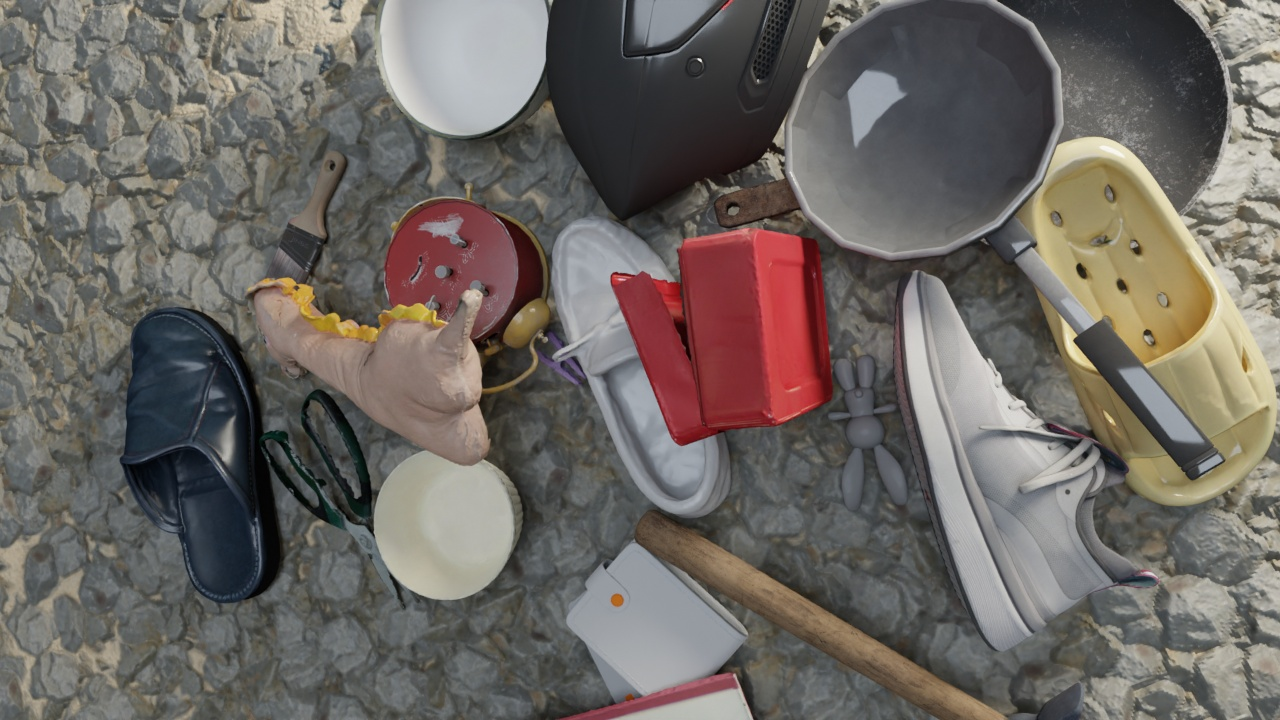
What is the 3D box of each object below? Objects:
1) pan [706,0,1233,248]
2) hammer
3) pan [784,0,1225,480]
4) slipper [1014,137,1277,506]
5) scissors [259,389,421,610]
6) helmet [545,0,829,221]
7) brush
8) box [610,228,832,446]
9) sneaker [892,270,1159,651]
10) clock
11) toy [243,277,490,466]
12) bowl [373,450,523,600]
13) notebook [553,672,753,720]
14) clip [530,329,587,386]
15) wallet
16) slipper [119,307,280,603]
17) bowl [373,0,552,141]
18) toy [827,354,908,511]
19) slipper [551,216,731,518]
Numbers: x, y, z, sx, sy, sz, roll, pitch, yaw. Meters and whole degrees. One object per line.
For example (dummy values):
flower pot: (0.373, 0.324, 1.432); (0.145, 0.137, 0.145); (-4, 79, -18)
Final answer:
pan: (0.221, -0.149, 0.658); (0.357, 0.040, 0.207); (-14, 85, 14)
hammer: (0.137, 0.193, 0.638); (0.322, 0.040, 0.130); (28, 126, 14)
pan: (0.228, -0.080, 0.574); (0.179, 0.041, 0.357); (-40, 66, 20)
slipper: (0.327, -0.021, 0.585); (0.111, 0.079, 0.261); (-27, 95, 15)
scissors: (-0.228, 0.112, 0.739); (0.209, 0.015, 0.142); (46, 128, 7)
helmet: (0.022, -0.224, 0.635); (0.170, 0.164, 0.265); (15, 112, -6)
brush: (-0.288, -0.110, 0.790); (0.039, 0.012, 0.151); (26, 94, 13)
box: (0.072, -0.018, 0.622); (0.113, 0.157, 0.134); (-19, 87, 22)
sneaker: (0.249, 0.056, 0.619); (0.129, 0.096, 0.263); (-19, 88, 10)
clock: (-0.133, -0.052, 0.716); (0.117, 0.081, 0.159); (-25, 83, 11)
toy: (-0.210, -0.021, 0.692); (0.264, 0.065, 0.196); (31, 132, 25)
bowl: (-0.143, 0.124, 0.723); (0.115, 0.062, 0.115); (0, 88, 14)
notebook: (-0.001, 0.328, 0.693); (0.209, 0.012, 0.153); (-19, 96, 13)
clip: (-0.062, -0.005, 0.734); (0.052, 0.014, 0.042); (17, 90, 16)
wallet: (0.000, 0.211, 0.701); (0.118, 0.037, 0.115); (41, 97, 8)
slipper: (-0.385, 0.077, 0.772); (0.109, 0.083, 0.265); (-19, 83, 14)
bowl: (-0.124, -0.248, 0.716); (0.154, 0.072, 0.153); (4, 102, 20)
toy: (0.164, 0.052, 0.669); (0.049, 0.030, 0.111); (-9, 78, 13)
slipper: (-0.004, 0.004, 0.696); (0.112, 0.075, 0.246); (-21, 82, -4)
